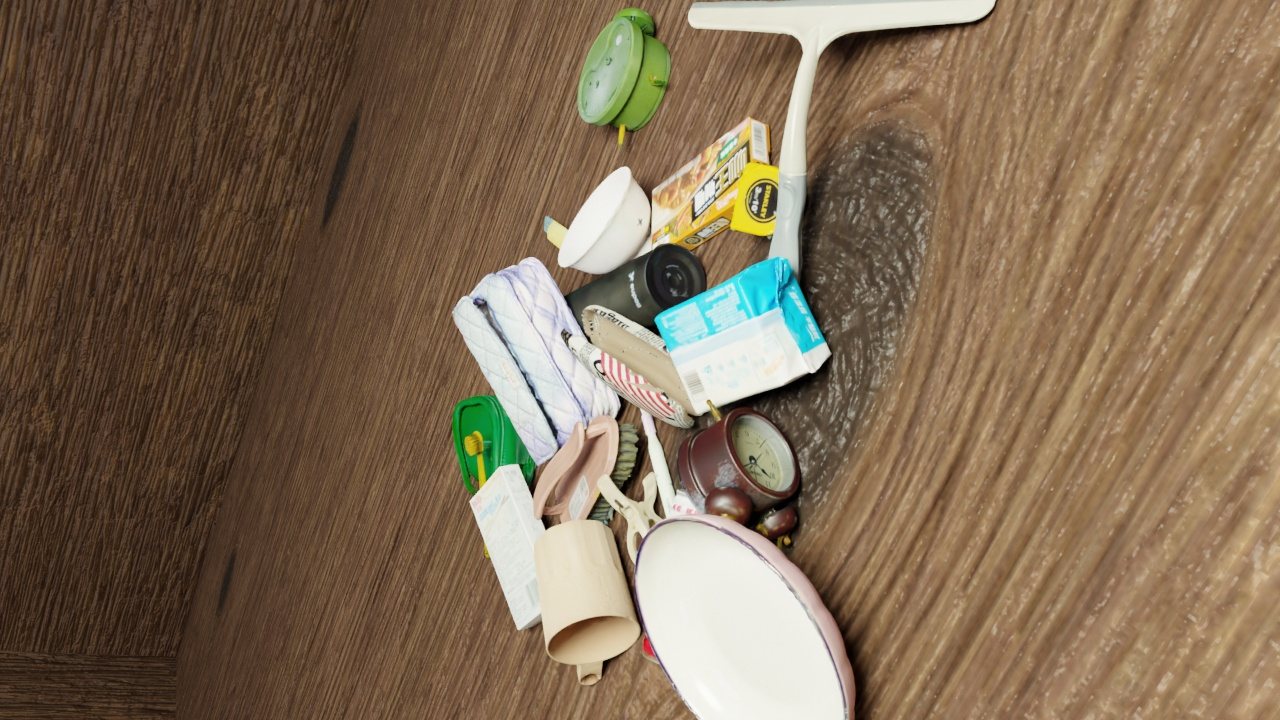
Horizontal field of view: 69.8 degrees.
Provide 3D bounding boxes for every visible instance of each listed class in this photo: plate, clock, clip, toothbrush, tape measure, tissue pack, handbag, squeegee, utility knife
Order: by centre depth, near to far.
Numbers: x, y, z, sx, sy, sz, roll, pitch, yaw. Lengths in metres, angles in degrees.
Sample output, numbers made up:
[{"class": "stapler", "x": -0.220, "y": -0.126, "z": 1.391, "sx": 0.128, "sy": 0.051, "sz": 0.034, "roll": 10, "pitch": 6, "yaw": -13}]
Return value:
[{"class": "plate", "x": 0.073, "y": 0.188, "z": 0.625, "sx": 0.192, "sy": 0.038, "sz": 0.193, "roll": 28, "pitch": 130, "yaw": 41}, {"class": "clock", "x": 0.076, "y": 0.090, "z": 0.676, "sx": 0.055, "sy": 0.082, "sz": 0.121, "roll": -40, "pitch": 43, "yaw": 36}, {"class": "squeegee", "x": 0.119, "y": -0.150, "z": 0.694, "sx": 0.247, "sy": 0.039, "sz": 0.247, "roll": 14, "pitch": 104, "yaw": 35}, {"class": "tissue pack", "x": 0.077, "y": -0.018, "z": 0.711, "sx": 0.140, "sy": 0.063, "sz": 0.090, "roll": -25, "pitch": 89, "yaw": 54}, {"class": "tape measure", "x": 0.106, "y": -0.129, "z": 0.749, "sx": 0.057, "sy": 0.028, "sz": 0.060, "roll": 20, "pitch": 107, "yaw": 34}, {"class": "clip", "x": 0.004, "y": 0.144, "z": 0.817, "sx": 0.034, "sy": 0.060, "sz": 0.097, "roll": -52, "pitch": 50, "yaw": 37}, {"class": "toothbrush", "x": 0.016, "y": 0.093, "z": 0.832, "sx": 0.020, "sy": 0.029, "sz": 0.189, "roll": 73, "pitch": -179, "yaw": -53}, {"class": "handbag", "x": -0.112, "y": 0.002, "z": 0.935, "sx": 0.194, "sy": 0.075, "sz": 0.134, "roll": 60, "pitch": 144, "yaw": 6}, {"class": "clock", "x": -0.021, "y": -0.322, "z": 1.017, "sx": 0.116, "sy": 0.056, "sz": 0.161, "roll": -49, "pitch": 41, "yaw": 37}, {"class": "toothbrush", "x": -0.182, "y": 0.158, "z": 1.052, "sx": 0.016, "sy": 0.016, "sz": 0.190, "roll": 35, "pitch": 138, "yaw": 38}, {"class": "handbag", "x": -0.173, "y": 0.102, "z": 1.088, "sx": 0.132, "sy": 0.067, "sz": 0.120, "roll": -14, "pitch": 74, "yaw": 55}, {"class": "utility knife", "x": -0.086, "y": -0.143, "z": 1.090, "sx": 0.178, "sy": 0.019, "sz": 0.031, "roll": 38, "pitch": 107, "yaw": 50}]

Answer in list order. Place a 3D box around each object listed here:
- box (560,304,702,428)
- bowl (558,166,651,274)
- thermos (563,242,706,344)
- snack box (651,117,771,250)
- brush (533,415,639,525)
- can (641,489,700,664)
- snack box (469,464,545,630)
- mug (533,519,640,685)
[{"class": "box", "x": 0.002, "y": 0.000, "z": 0.833, "sx": 0.164, "sy": 0.075, "sz": 0.077, "roll": 30, "pitch": 74, "yaw": 38}, {"class": "bowl", "x": -0.023, "y": -0.128, "z": 0.926, "sx": 0.119, "sy": 0.064, "sz": 0.118, "roll": -45, "pitch": 25, "yaw": 28}, {"class": "thermos", "x": -0.027, "y": -0.041, "z": 0.922, "sx": 0.243, "sy": 0.068, "sz": 0.090, "roll": -20, "pitch": 93, "yaw": 57}, {"class": "snack box", "x": 0.062, "y": -0.153, "z": 0.845, "sx": 0.154, "sy": 0.026, "sz": 0.075, "roll": -27, "pitch": 57, "yaw": 52}, {"class": "brush", "x": -0.053, "y": 0.107, "z": 0.870, "sx": 0.063, "sy": 0.073, "sz": 0.146, "roll": -107, "pitch": 32, "yaw": -40}, {"class": "can", "x": 0.040, "y": 0.172, "z": 0.728, "sx": 0.053, "sy": 0.053, "sz": 0.132, "roll": 7, "pitch": 84, "yaw": 59}, {"class": "snack box", "x": -0.131, "y": 0.199, "z": 0.980, "sx": 0.085, "sy": 0.026, "sz": 0.156, "roll": -46, "pitch": 60, "yaw": 41}, {"class": "mug", "x": -0.053, "y": 0.224, "z": 0.850, "sx": 0.125, "sy": 0.084, "sz": 0.103, "roll": 95, "pitch": 163, "yaw": -45}]
